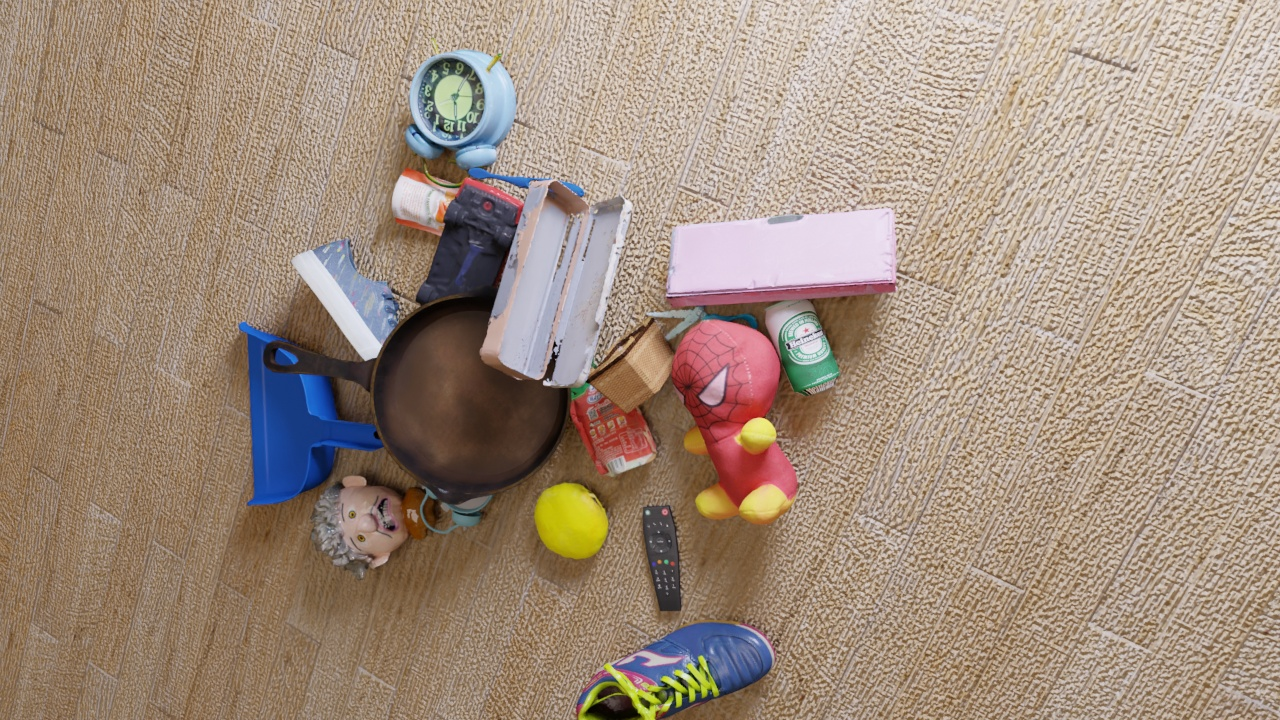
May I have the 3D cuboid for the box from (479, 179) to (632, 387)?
[{"bbox_3d":[-0.095,-0.085,0.980,0.107,0.095,0.216,20,76,-23],"label":"box"}]

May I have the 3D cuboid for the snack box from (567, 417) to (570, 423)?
[{"bbox_3d":[-0.163,0.054,1.098,0.152,0.025,0.075,39,107,11],"label":"snack box"}]

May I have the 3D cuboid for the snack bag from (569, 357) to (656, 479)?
[{"bbox_3d":[-0.042,0.055,1.051,0.087,0.044,0.155,-25,84,16],"label":"snack bag"}]

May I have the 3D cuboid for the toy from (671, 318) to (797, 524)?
[{"bbox_3d":[0.098,0.061,0.965,0.148,0.098,0.216,-7,94,52],"label":"toy"}]

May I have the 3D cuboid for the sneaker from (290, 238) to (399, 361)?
[{"bbox_3d":[-0.325,-0.051,1.119,0.079,0.087,0.235,-38,88,-12],"label":"sneaker"}]

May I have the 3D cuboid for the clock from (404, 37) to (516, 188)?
[{"bbox_3d":[-0.209,-0.279,1.052,0.118,0.060,0.162,15,106,16],"label":"clock"}]

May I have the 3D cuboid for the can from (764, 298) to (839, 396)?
[{"bbox_3d":[0.168,-0.015,0.955,0.053,0.053,0.101,-22,90,21],"label":"can"}]

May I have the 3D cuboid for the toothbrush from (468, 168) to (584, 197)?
[{"bbox_3d":[-0.128,-0.201,1.038,0.132,0.016,0.021,10,94,-5],"label":"toothbrush"}]

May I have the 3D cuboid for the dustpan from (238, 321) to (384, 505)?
[{"bbox_3d":[-0.420,0.081,1.167,0.258,0.059,0.245,4,99,23],"label":"dustpan"}]

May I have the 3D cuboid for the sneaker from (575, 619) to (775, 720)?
[{"bbox_3d":[0.037,0.371,1.035,0.242,0.091,0.116,-26,86,20],"label":"sneaker"}]

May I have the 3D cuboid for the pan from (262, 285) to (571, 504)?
[{"bbox_3d":[-0.253,0.026,1.050,0.356,0.043,0.248,11,92,3],"label":"pan"}]

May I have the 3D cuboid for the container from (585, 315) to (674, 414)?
[{"bbox_3d":[-0.006,0.006,0.993,0.063,0.113,0.061,-37,97,27],"label":"container"}]

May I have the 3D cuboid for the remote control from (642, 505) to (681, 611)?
[{"bbox_3d":[0.027,0.229,1.062,0.039,0.010,0.125,-6,95,20],"label":"remote control"}]

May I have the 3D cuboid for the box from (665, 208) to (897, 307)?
[{"bbox_3d":[0.141,-0.104,0.934,0.233,0.046,0.097,-1,58,20],"label":"box"}]

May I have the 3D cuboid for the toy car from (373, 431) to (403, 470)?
[{"bbox_3d":[-0.297,0.108,1.147,0.091,0.042,0.036,43,83,10],"label":"toy car"}]

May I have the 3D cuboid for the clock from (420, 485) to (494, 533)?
[{"bbox_3d":[-0.222,0.161,1.119,0.087,0.042,0.123,44,100,6],"label":"clock"}]

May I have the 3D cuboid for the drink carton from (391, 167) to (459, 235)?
[{"bbox_3d":[-0.230,-0.179,1.089,0.122,0.038,0.069,19,109,9],"label":"drink carton"}]

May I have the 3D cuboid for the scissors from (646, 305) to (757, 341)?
[{"bbox_3d":[0.063,-0.063,1.010,0.134,0.015,0.103,-1,101,24],"label":"scissors"}]

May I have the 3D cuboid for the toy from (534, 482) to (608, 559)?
[{"bbox_3d":[-0.082,0.190,1.081,0.095,0.041,0.094,46,114,8],"label":"toy"}]

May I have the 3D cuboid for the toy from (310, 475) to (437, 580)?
[{"bbox_3d":[-0.340,0.206,1.160,0.176,0.076,0.132,-17,92,12],"label":"toy"}]

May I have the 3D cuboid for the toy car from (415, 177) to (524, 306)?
[{"bbox_3d":[-0.199,-0.114,1.066,0.081,0.056,0.190,25,114,-3],"label":"toy car"}]
